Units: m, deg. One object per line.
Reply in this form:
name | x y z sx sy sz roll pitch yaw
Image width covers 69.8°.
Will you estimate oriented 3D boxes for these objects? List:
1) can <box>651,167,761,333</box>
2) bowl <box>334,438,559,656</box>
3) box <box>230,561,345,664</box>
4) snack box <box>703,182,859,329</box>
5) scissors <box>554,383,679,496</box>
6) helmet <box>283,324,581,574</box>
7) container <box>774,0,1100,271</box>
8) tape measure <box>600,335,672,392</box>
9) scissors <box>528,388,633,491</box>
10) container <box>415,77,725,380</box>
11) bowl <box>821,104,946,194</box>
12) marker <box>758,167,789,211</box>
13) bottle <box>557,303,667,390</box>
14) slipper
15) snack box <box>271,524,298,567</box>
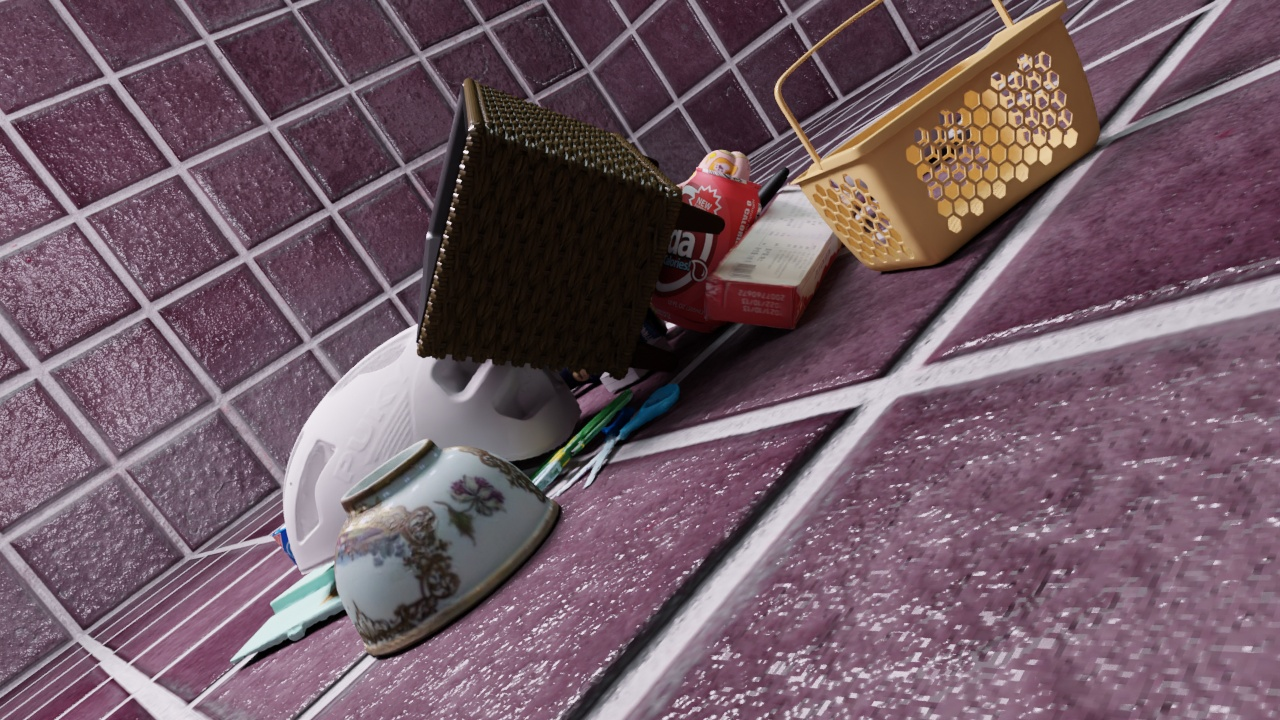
can | 0.062 -0.102 0.855 0.074 0.074 0.142 -93 19 -79
bowl | -0.147 0.111 0.628 0.160 0.094 0.159 -33 9 6
box | -0.275 0.202 0.832 0.187 0.033 0.136 -31 5 24
snack box | 0.131 -0.098 0.807 0.077 0.044 0.272 9 28 19
scissors | -0.026 0.065 0.711 0.133 0.015 0.104 -45 15 -25
helmet | -0.200 0.082 0.826 0.282 0.184 0.224 -47 -3 8
container | 0.200 -0.174 0.646 0.183 0.167 0.129 -36 9 -9
tape measure | -0.006 0.005 0.901 0.062 0.020 0.060 -42 12 -37
scissors | -0.051 0.067 0.710 0.131 0.014 0.070 -43 7 15
container | -0.073 -0.118 0.809 0.320 0.205 0.177 -116 41 -65
bowl | 0.266 -0.223 0.982 0.132 0.064 0.131 -33 9 6
marker | 0.101 -0.135 0.898 0.134 0.015 0.018 -49 51 6
bottle | -0.048 -0.009 1.007 0.161 0.056 0.056 -33 9 6
slipper | 0.035 -0.151 0.968 0.197 0.081 0.093 -56 15 -10
snack box | -0.344 0.180 1.077 0.227 0.059 0.059 -27 15 36
